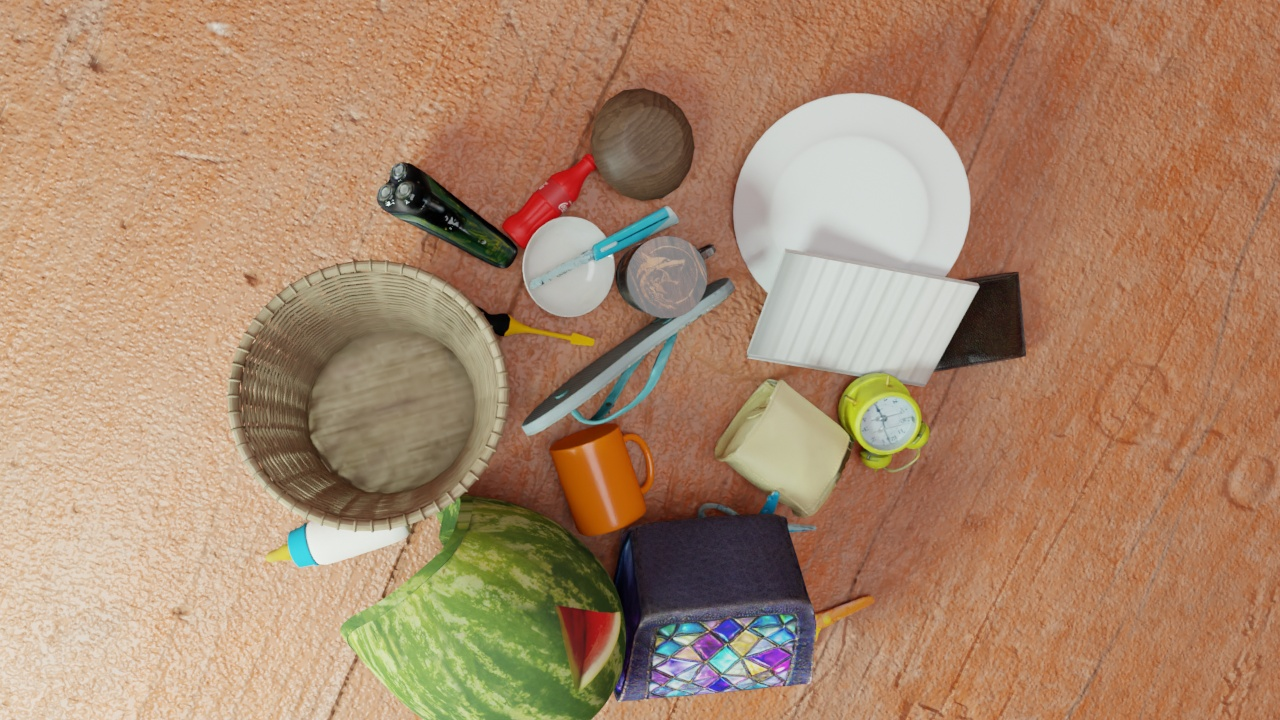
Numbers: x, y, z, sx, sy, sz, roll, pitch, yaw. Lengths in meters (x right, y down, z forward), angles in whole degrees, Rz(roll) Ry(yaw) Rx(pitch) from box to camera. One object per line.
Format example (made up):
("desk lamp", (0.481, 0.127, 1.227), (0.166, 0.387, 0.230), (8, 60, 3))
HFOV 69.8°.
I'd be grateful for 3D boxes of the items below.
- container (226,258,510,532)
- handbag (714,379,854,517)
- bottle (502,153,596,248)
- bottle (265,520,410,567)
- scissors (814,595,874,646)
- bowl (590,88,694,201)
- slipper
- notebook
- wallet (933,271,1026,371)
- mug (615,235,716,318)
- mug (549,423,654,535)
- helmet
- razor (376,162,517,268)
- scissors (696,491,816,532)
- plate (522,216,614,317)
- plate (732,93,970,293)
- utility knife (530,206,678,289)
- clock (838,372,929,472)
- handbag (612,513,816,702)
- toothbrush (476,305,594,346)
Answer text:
("container", (-0.236, 0.041, 0.851), (0.227, 0.196, 0.226), (1, 81, -8))
("handbag", (0.159, 0.095, 0.998), (0.119, 0.081, 0.111), (36, 82, -9))
("bottle", (-0.091, -0.168, 0.953), (0.119, 0.036, 0.036), (-45, 100, -3))
("bottle", (-0.313, 0.181, 0.946), (0.146, 0.051, 0.051), (-17, 98, -7))
("scissors", (0.212, 0.295, 1.057), (0.128, 0.013, 0.064), (-23, 99, -5))
("bowl", (0.008, -0.226, 0.952), (0.117, 0.030, 0.118), (-1, 93, -23))
("slipper", (-0.006, 0.006, 0.959), (0.268, 0.098, 0.055), (-37, 103, -12))
("notebook", (0.234, -0.041, 0.985), (0.209, 0.009, 0.143), (9, 129, -7))
("wallet", (0.377, -0.044, 1.041), (0.120, 0.031, 0.099), (-8, 95, -5))
("mug", (0.034, -0.093, 0.943), (0.115, 0.107, 0.080), (-26, 99, -6))
("mug", (-0.031, 0.119, 0.977), (0.112, 0.078, 0.096), (-24, 99, -34))
("helmet", (-0.129, 0.259, 0.886), (0.247, 0.244, 0.212), (47, 50, -17))
("razor", (-0.192, -0.140, 0.928), (0.151, 0.067, 0.054), (33, 93, -18))
("scissors", (0.131, 0.191, 1.005), (0.134, 0.011, 0.138), (-6, 122, 27))
("plate", (-0.078, -0.098, 0.959), (0.104, 0.026, 0.104), (-4, 99, -28))
("plate", (0.217, -0.152, 0.958), (0.243, 0.016, 0.243), (5, 110, 13))
("utility knife", (-0.037, -0.114, 0.957), (0.180, 0.015, 0.022), (-31, 105, -19))
("clock", (0.272, 0.071, 1.018), (0.083, 0.057, 0.119), (-29, 110, 4))
("handbag", (0.070, 0.274, 0.961), (0.205, 0.125, 0.222), (-3, 132, -6))
("toothbrush", (-0.144, -0.037, 0.962), (0.196, 0.031, 0.031), (11, 77, -12))
